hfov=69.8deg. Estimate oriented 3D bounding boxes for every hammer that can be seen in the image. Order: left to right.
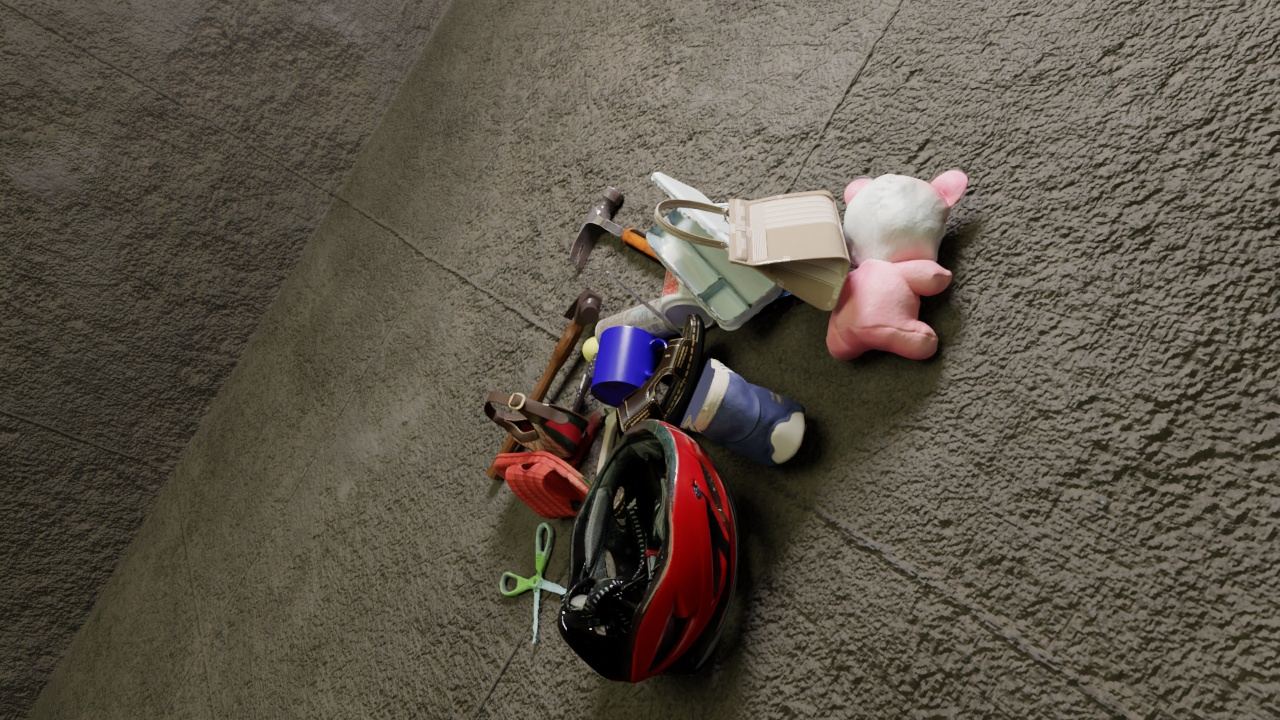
[{"bbox_3d":[-0.146,0.038,1.384,0.323,0.033,0.115,-60,13,8],"label":"hammer"},{"bbox_3d":[-0.013,-0.170,1.389,0.138,0.035,0.314,-57,35,3],"label":"hammer"}]

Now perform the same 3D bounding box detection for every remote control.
[{"bbox_3d":[-0.080,0.036,1.289,0.125,0.009,0.046,119,166,-55],"label":"remote control"}]

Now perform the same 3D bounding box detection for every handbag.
[{"bbox_3d":[-0.149,0.085,1.263,0.063,0.138,0.167,-69,16,-16],"label":"handbag"},{"bbox_3d":[0.113,-0.139,0.978,0.175,0.198,0.062,-81,3,-58],"label":"handbag"}]

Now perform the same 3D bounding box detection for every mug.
[{"bbox_3d":[-0.007,0.007,1.214,0.111,0.079,0.083,-11,56,33],"label":"mug"}]

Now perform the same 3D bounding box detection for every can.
[{"bbox_3d":[0.001,-0.048,1.262,0.136,0.054,0.054,-18,52,45],"label":"can"},{"bbox_3d":[0.073,-0.114,1.199,0.078,0.078,0.136,-19,51,44],"label":"can"}]

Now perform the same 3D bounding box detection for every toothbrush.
[{"bbox_3d":[0.019,-0.065,1.139,0.010,0.181,0.010,-4,58,44],"label":"toothbrush"}]

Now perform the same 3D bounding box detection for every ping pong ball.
[{"bbox_3d":[-0.064,-0.015,1.331,0.040,0.040,0.040,-31,43,35],"label":"ping pong ball"}]

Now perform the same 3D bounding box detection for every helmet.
[{"bbox_3d":[0.012,0.197,0.961,0.218,0.166,0.271,-26,51,55],"label":"helmet"}]

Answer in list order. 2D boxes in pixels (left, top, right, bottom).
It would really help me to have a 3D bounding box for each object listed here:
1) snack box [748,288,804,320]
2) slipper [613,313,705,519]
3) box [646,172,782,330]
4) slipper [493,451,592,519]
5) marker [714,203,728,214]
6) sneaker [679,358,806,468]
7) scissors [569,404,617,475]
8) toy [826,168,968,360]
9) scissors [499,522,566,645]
[{"bbox_3d":[0.162,-0.099,1.118,0.151,0.027,0.082,-18,53,43],"label":"snack box"},{"bbox_3d":[0.009,0.063,1.121,0.113,0.076,0.267,169,124,-85],"label":"slipper"},{"bbox_3d":[0.073,-0.153,1.094,0.106,0.124,0.215,-38,52,-3],"label":"box"},{"bbox_3d":[-0.135,0.171,1.229,0.249,0.103,0.059,0,51,54],"label":"slipper"},{"bbox_3d":[0.119,-0.209,1.266,0.147,0.017,0.017,8,72,54],"label":"marker"},{"bbox_3d":[0.119,0.060,1.028,0.233,0.118,0.091,117,176,-86],"label":"sneaker"},{"bbox_3d":[-0.054,0.095,1.259,0.188,0.015,0.179,-45,35,20],"label":"scissors"},{"bbox_3d":[0.257,-0.103,0.952,0.142,0.084,0.213,-1,67,51],"label":"toy"},{"bbox_3d":[-0.137,0.289,1.219,0.172,0.023,0.167,-2,58,49],"label":"scissors"}]
